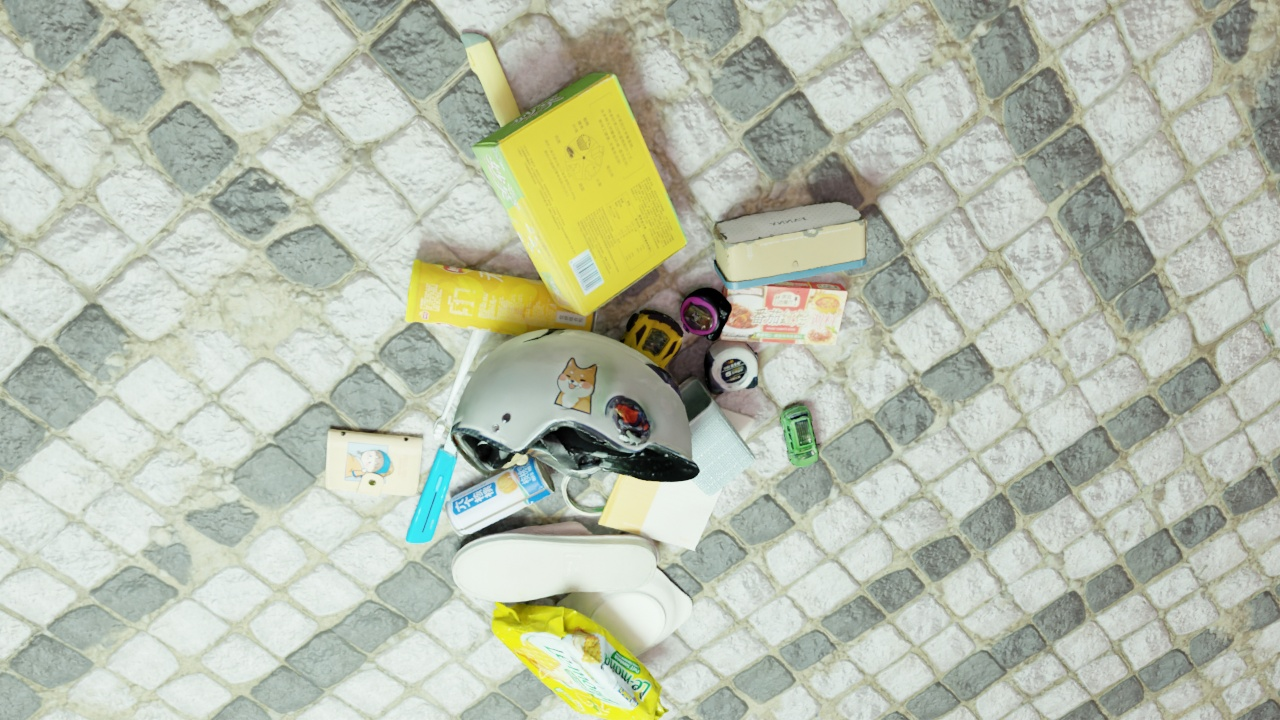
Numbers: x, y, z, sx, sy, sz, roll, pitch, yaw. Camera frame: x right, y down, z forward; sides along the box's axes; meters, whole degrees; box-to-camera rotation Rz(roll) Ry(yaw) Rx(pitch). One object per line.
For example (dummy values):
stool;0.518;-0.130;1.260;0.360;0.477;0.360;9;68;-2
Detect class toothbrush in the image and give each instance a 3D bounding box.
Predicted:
toothbrush;-0.218;0.020;1.115;0.016;0.016;0.180;19;111;-20

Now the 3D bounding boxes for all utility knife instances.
utility knife;-0.140;-0.251;0.996;0.031;0.022;0.216;-20;110;2
utility knife;-0.255;0.144;1.170;0.034;0.018;0.219;16;111;-16

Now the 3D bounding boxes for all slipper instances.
slipper;-0.114;0.267;1.231;0.274;0.054;0.114;-2;116;-5

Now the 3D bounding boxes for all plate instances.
plate;-0.021;0.364;1.304;0.164;0.034;0.163;-40;114;10

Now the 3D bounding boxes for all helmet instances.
helmet;-0.069;0.047;1.017;0.274;0.230;0.156;6;75;-13

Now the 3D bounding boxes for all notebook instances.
notebook;0.047;0.146;1.212;0.145;0.010;0.206;19;105;-17

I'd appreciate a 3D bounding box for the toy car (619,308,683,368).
toy car;-0.007;0.007;1.130;0.071;0.041;0.156;29;109;-20

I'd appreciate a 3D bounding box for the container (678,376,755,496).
container;0.076;0.098;1.148;0.090;0.090;0.111;-39;116;4

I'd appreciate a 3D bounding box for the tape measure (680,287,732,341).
tape measure;0.077;-0.057;1.101;0.058;0.039;0.057;35;123;16

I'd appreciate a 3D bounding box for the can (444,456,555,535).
can;-0.180;0.174;1.175;0.134;0.053;0.053;-26;117;4

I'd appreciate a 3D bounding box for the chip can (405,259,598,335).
chip can;-0.158;-0.065;1.053;0.213;0.072;0.072;8;114;-13

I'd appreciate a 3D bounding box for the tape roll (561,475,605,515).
tape roll;-0.061;0.166;1.213;0.085;0.014;0.086;-3;116;-7

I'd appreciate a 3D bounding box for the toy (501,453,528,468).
toy;-0.155;0.058;1.124;0.105;0.066;0.157;8;107;-26

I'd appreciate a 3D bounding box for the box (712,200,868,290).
box;0.166;-0.134;1.064;0.184;0.089;0.062;-12;118;-1

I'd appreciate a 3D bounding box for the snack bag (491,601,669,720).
snack bag;-0.085;0.411;1.264;0.158;0.068;0.246;-10;128;43

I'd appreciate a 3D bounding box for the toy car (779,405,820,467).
toy car;0.212;0.103;1.216;0.043;0.036;0.091;-18;121;-2

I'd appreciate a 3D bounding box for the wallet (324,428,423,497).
wallet;-0.334;0.131;1.148;0.115;0.024;0.087;6;109;-14

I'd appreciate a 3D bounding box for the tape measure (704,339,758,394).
tape measure;0.114;0.006;1.154;0.065;0.033;0.066;-8;119;-8

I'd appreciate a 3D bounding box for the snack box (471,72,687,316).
snack box;-0.060;-0.177;0.986;0.157;0.070;0.210;-37;118;-19

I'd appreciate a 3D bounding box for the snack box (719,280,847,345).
snack box;0.174;-0.060;1.135;0.153;0.025;0.075;3;115;-10
